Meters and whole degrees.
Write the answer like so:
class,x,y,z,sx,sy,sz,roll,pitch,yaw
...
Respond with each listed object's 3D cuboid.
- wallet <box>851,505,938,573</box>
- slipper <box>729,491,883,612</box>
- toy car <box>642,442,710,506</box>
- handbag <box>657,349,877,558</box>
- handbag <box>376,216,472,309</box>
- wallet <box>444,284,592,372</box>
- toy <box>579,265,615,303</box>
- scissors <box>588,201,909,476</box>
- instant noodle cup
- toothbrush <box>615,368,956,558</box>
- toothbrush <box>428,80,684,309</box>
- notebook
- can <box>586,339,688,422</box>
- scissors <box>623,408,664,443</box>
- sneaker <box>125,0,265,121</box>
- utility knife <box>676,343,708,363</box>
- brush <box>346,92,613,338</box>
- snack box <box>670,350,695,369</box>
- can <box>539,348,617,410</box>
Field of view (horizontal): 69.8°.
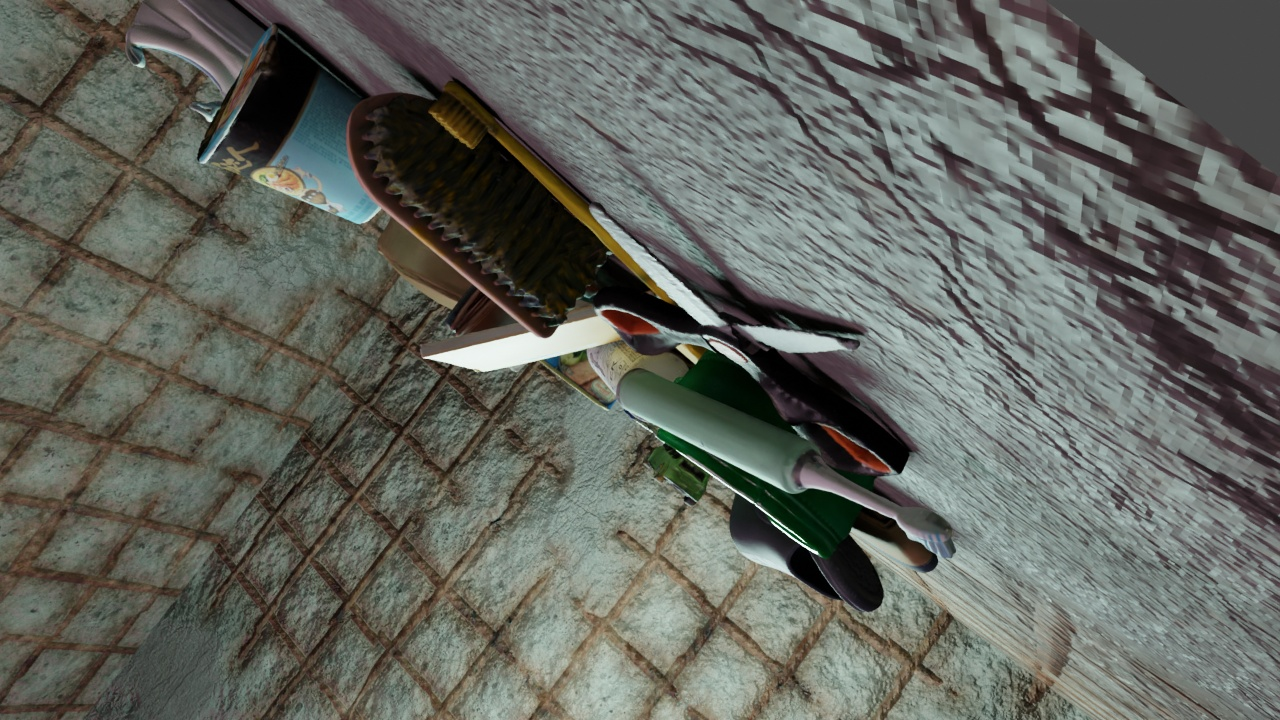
class,x,y,z,sx,sy,sz,roll,pitch,yaw
wallet,0.205,0.140,0.800,0.090,0.033,0.115,31,173,43
slipper,0.129,0.147,0.821,0.110,0.083,0.268,45,-172,-24
toy car,0.032,0.094,0.781,0.043,0.036,0.091,37,176,-12
handbag,0.071,0.057,0.557,0.131,0.068,0.120,36,168,-5
handbag,-0.160,-0.095,0.848,0.147,0.100,0.204,30,-179,-29
wallet,-0.094,-0.043,0.746,0.032,0.101,0.124,46,-178,24
toy,-0.044,-0.059,0.569,0.096,0.030,0.092,46,-174,37
scissors,0.043,-0.001,0.408,0.221,0.021,0.235,35,172,-26
instant noodle cup,-0.237,-0.161,0.667,0.120,0.111,0.111,29,-178,-32
toothbrush,0.056,0.041,0.438,0.225,0.026,0.027,22,147,54
toothbrush,-0.021,-0.059,0.425,0.190,0.016,0.016,39,177,-35
notebook,-0.060,-0.015,0.645,0.206,0.146,0.010,71,-174,-87
can,-0.005,0.005,0.775,0.058,0.058,0.147,38,-178,-21
scissors,0.005,0.061,0.893,0.140,0.012,0.171,37,178,38
sneaker,-0.292,-0.200,0.741,0.242,0.090,0.089,38,179,-28
utility knife,0.067,0.016,0.610,0.153,0.015,0.033,39,171,-23
brush,-0.086,-0.077,0.466,0.145,0.063,0.073,39,167,-23
snack box,0.059,0.051,0.812,0.114,0.063,0.240,38,177,-20
can,-0.048,-0.008,0.959,0.102,0.083,0.057,38,178,-28
